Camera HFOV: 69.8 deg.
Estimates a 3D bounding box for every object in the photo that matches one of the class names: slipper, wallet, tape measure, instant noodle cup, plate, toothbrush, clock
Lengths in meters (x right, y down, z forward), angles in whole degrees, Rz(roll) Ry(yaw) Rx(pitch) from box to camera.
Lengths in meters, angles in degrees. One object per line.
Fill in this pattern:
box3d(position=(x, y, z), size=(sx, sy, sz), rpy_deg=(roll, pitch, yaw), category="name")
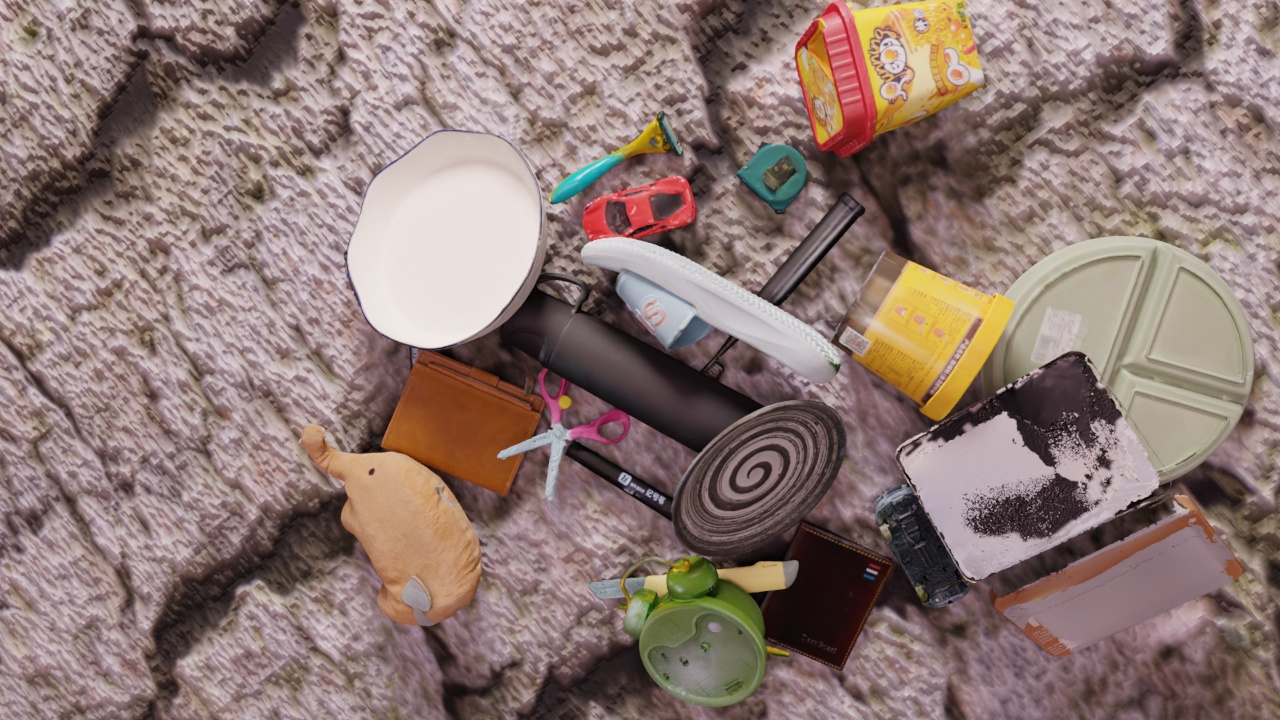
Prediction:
box3d(position=(0.056, -0.037, 0.802), size=(0.245, 0.104, 0.074), rpy_deg=(29, 104, 14), category="slipper")
box3d(position=(0.171, 0.222, 0.865), size=(0.096, 0.020, 0.122), rpy_deg=(24, 101, 5), category="wallet")
box3d(position=(0.122, -0.168, 0.828), size=(0.058, 0.025, 0.054), rpy_deg=(42, 100, 1), category="tape measure")
box3d(position=(0.236, -0.026, 0.785), size=(0.114, 0.118, 0.118), rpy_deg=(31, 99, 11), category="instant noodle cup")
box3d(position=(0.419, 0.006, 0.805), size=(0.230, 0.027, 0.230), rpy_deg=(1, 95, 7), category="plate")
box3d(position=(0.103, 0.102, 0.812), size=(0.179, 0.024, 0.180), rpy_deg=(-16, 132, -19), category="plate")
box3d(position=(-0.166, 0.054, 0.878), size=(0.130, 0.035, 0.119), rpy_deg=(24, 95, -6), category="wallet")
box3d(position=(0.125, -0.062, 0.838), size=(0.027, 0.026, 0.213), rpy_deg=(40, 102, 1), category="toothbrush")
box3d(position=(0.208, -0.243, 0.772), size=(0.123, 0.116, 0.116), rpy_deg=(-15, 93, -3), category="instant noodle cup")
box3d(position=(-0.172, -0.107, 0.835), size=(0.205, 0.045, 0.204), rpy_deg=(-5, 77, 23), category="plate")
box3d(position=(0.049, 0.245, 0.848), size=(0.161, 0.056, 0.116), rpy_deg=(45, 117, -6), category="clock")

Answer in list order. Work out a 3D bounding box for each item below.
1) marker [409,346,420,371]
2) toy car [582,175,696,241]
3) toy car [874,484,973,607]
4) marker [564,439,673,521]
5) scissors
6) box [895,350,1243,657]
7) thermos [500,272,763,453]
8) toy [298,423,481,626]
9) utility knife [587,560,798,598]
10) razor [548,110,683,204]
box3d(position=(-0.216, 0.006, 0.896), size=(0.018, 0.015, 0.124), rpy_deg=(-3, 96, 6), category="marker")
box3d(position=(-0.003, -0.136, 0.846), size=(0.106, 0.031, 0.049), rpy_deg=(-13, 93, 11), category="toy car")
box3d(position=(0.258, 0.170, 0.840), size=(0.054, 0.036, 0.120), rpy_deg=(-29, 101, 9), category="toy car")
box3d(position=(-0.012, 0.117, 0.877), size=(0.132, 0.022, 0.020), rpy_deg=(31, 92, 3), category="marker")
box3d(position=(-0.068, 0.067, 0.860), size=(0.131, 0.017, 0.133), rpy_deg=(12, 69, -14), category="scissors")
box3d(position=(0.357, 0.133, 0.763), size=(0.180, 0.132, 0.271), rpy_deg=(-35, 98, 23), category="box")
box3d(position=(-0.005, 0.005, 0.837), size=(0.242, 0.068, 0.090), rpy_deg=(29, 118, 4), category="thermos")
box3d(position=(-0.236, 0.147, 0.877), size=(0.144, 0.082, 0.226), rpy_deg=(-27, 92, 23), category="toy")
box3d(position=(0.048, 0.212, 0.874), size=(0.208, 0.021, 0.031), rpy_deg=(-9, 95, 11), category="utility knife")
box3d(position=(-0.027, -0.180, 0.845), size=(0.132, 0.028, 0.043), rpy_deg=(-29, 122, 7), category="razor")
